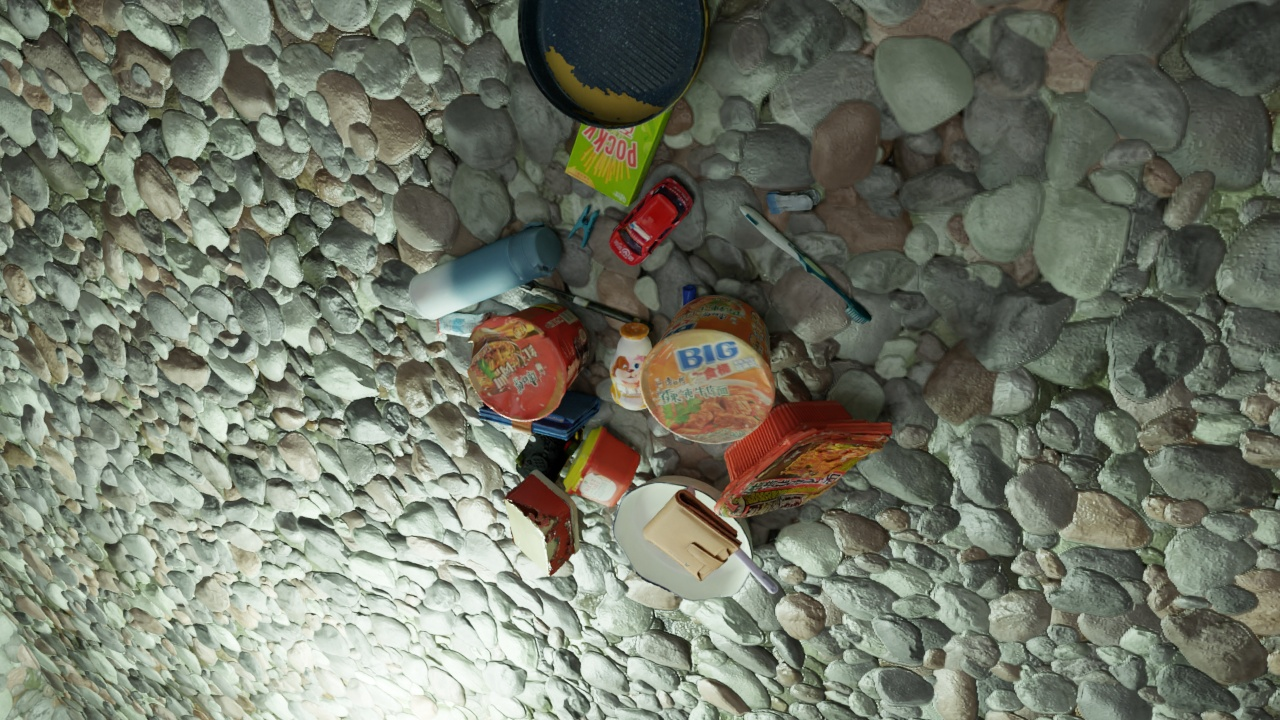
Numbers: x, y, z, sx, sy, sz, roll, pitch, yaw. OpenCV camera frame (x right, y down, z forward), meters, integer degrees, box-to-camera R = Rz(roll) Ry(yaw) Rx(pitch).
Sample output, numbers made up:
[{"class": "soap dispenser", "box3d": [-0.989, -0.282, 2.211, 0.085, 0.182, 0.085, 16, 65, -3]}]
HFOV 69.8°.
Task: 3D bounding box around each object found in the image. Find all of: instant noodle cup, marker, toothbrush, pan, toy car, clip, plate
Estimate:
[{"class": "instant noodle cup", "box3d": [0.083, 0.003, 1.049, 0.151, 0.111, 0.152, 7, 124, 10]}, {"class": "marker", "box3d": [0.058, -0.025, 1.117, 0.017, 0.016, 0.146, 13, 125, 19]}, {"class": "instant noodle cup", "box3d": [-0.132, -0.006, 1.153, 0.138, 0.108, 0.138, 8, 113, 20]}, {"class": "toothbrush", "box3d": [0.116, 0.238, 1.199, 0.029, 0.021, 0.189, -42, 99, 6]}, {"class": "toothbrush", "box3d": [0.179, -0.105, 1.006, 0.191, 0.016, 0.018, 41, 140, -3]}, {"class": "pan", "box3d": [-0.095, -0.376, 0.906, 0.357, 0.078, 0.198, 37, 116, 4]}, {"class": "toy car", "box3d": [0.008, -0.154, 1.040, 0.053, 0.045, 0.121, 43, 131, -3]}, {"class": "toy car", "box3d": [-0.130, 0.125, 1.290, 0.071, 0.041, 0.156, 34, 133, 3]}, {"class": "toothbrush", "box3d": [-0.070, -0.069, 1.150, 0.186, 0.017, 0.012, 21, 124, 13]}, {"class": "clip", "box3d": [-0.066, -0.160, 1.093, 0.041, 0.014, 0.056, 35, 131, 1]}, {"class": "clip", "box3d": [0.160, -0.167, 0.971, 0.057, 0.028, 0.024, 3, 121, 36]}, {"class": "plate", "box3d": [0.062, 0.242, 1.269, 0.205, 0.045, 0.205, 13, 126, 19]}, {"class": "instant noodle cup", "box3d": [0.180, 0.107, 1.066, 0.189, 0.164, 0.079, -48, 54, 39]}]

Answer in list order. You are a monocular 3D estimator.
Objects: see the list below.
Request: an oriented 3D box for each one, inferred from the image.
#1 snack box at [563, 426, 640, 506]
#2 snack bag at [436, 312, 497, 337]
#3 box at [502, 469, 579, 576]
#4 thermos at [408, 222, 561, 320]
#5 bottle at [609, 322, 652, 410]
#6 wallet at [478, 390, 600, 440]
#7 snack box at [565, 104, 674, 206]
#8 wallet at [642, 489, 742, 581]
[{"class": "snack box", "box3d": [-0.051, 0.149, 1.244, 0.080, 0.081, 0.091, 29, 136, -4]}, {"class": "snack bag", "box3d": [-0.238, -0.049, 1.241, 0.105, 0.026, 0.045, 8, 114, 21]}, {"class": "box", "box3d": [-0.143, 0.241, 1.306, 0.091, 0.078, 0.169, 37, 152, 22]}, {"class": "thermos", "box3d": [-0.196, -0.112, 1.158, 0.221, 0.070, 0.070, -17, 111, 33]}, {"class": "bottle", "box3d": [-0.007, 0.007, 1.138, 0.063, 0.063, 0.108, 12, 126, 19]}, {"class": "wallet", "box3d": [-0.132, 0.063, 1.210, 0.133, 0.106, 0.040, 11, 113, 19]}, {"class": "snack box", "box3d": [-0.020, -0.253, 1.001, 0.086, 0.026, 0.157, 31, 129, 6]}, {"class": "wallet", "box3d": [0.066, 0.228, 1.191, 0.108, 0.031, 0.132, 38, 144, 4]}]
